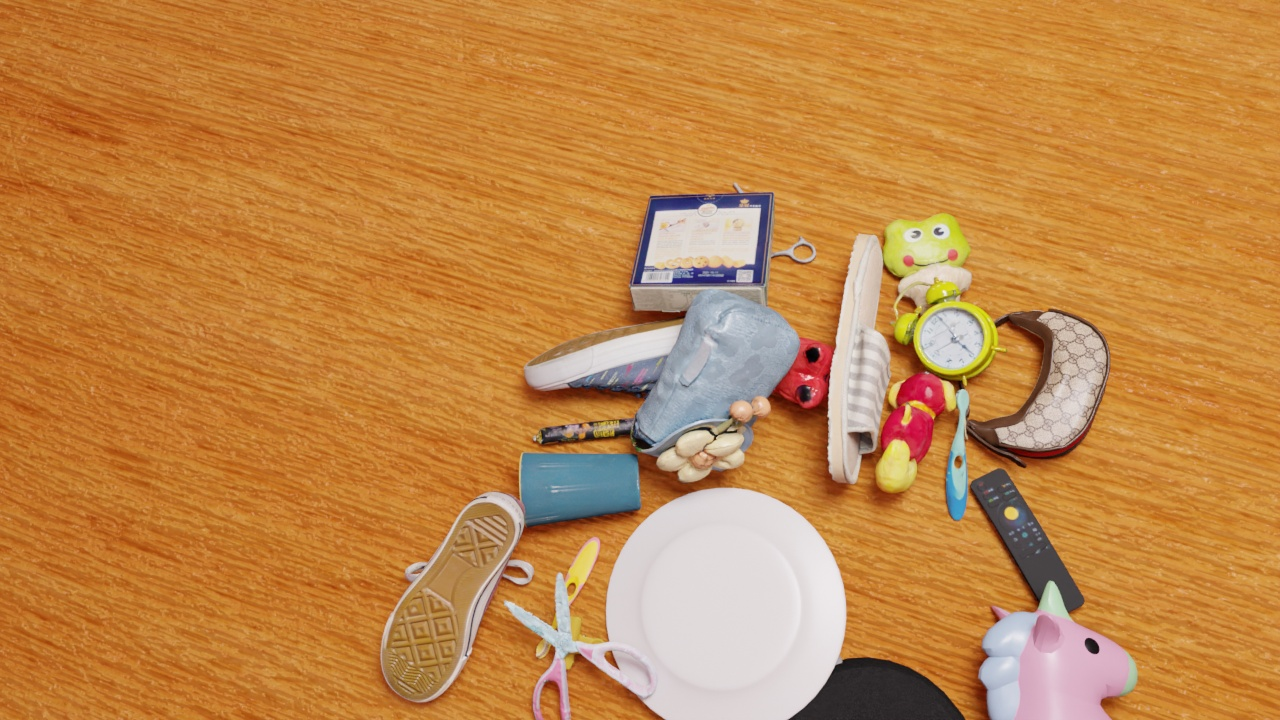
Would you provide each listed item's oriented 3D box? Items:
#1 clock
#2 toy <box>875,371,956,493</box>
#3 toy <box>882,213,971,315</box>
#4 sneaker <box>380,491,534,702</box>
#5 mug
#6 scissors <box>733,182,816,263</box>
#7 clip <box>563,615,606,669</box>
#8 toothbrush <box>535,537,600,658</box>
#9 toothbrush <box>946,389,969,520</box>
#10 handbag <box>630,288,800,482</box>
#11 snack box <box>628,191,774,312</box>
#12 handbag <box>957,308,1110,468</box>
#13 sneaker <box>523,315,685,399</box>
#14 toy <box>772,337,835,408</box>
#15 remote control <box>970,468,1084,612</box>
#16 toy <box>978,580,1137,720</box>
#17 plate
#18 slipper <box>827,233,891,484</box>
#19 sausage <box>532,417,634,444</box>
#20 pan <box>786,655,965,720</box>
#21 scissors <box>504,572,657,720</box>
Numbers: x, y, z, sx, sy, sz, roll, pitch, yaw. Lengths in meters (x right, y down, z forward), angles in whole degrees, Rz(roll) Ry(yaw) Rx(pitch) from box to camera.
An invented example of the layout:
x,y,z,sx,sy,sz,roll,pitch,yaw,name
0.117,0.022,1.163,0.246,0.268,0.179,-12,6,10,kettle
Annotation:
x,y,z,sx,sy,sz,roll,pitch,yaw,name
0.315,-0.031,0.950,0.083,0.057,0.119,-48,69,16,clock
0.270,0.070,0.926,0.067,0.106,0.137,21,68,24,toy
0.314,-0.101,0.999,0.092,0.043,0.117,-8,76,7,toy
-0.184,0.232,0.934,0.118,0.087,0.241,30,100,1,sneaker
-0.061,0.131,0.958,0.121,0.078,0.078,-4,73,-1,mug
0.125,-0.126,1.042,0.141,0.014,0.174,-12,72,-1,scissors
-0.060,0.291,0.938,0.045,0.048,0.054,-8,65,51,clip
-0.076,0.246,0.952,0.021,0.016,0.135,23,78,16,toothbrush
0.327,0.097,0.942,0.022,0.017,0.135,1,93,0,toothbrush
0.079,0.034,0.909,0.121,0.118,0.192,20,112,-26,handbag
0.070,-0.119,0.995,0.144,0.043,0.144,1,52,14,snack box
0.402,0.026,0.952,0.138,0.063,0.166,20,81,29,handbag
-0.006,0.006,0.994,0.235,0.087,0.079,-13,102,2,sneaker
0.158,0.004,0.987,0.133,0.093,0.088,28,110,36,toy
0.387,0.182,0.922,0.041,0.020,0.151,-25,72,-1,remote control
0.368,0.332,0.839,0.171,0.120,0.222,39,80,5,toy
0.080,0.244,0.914,0.243,0.016,0.242,-6,67,14,plate
0.232,-0.005,0.945,0.054,0.114,0.272,3,67,20,slipper
-0.041,0.075,0.997,0.155,0.020,0.020,-6,73,4,sausage
0.195,0.321,0.890,0.204,0.044,0.355,-21,74,0,pan
-0.057,0.292,0.905,0.169,0.014,0.170,-1,95,12,scissors
